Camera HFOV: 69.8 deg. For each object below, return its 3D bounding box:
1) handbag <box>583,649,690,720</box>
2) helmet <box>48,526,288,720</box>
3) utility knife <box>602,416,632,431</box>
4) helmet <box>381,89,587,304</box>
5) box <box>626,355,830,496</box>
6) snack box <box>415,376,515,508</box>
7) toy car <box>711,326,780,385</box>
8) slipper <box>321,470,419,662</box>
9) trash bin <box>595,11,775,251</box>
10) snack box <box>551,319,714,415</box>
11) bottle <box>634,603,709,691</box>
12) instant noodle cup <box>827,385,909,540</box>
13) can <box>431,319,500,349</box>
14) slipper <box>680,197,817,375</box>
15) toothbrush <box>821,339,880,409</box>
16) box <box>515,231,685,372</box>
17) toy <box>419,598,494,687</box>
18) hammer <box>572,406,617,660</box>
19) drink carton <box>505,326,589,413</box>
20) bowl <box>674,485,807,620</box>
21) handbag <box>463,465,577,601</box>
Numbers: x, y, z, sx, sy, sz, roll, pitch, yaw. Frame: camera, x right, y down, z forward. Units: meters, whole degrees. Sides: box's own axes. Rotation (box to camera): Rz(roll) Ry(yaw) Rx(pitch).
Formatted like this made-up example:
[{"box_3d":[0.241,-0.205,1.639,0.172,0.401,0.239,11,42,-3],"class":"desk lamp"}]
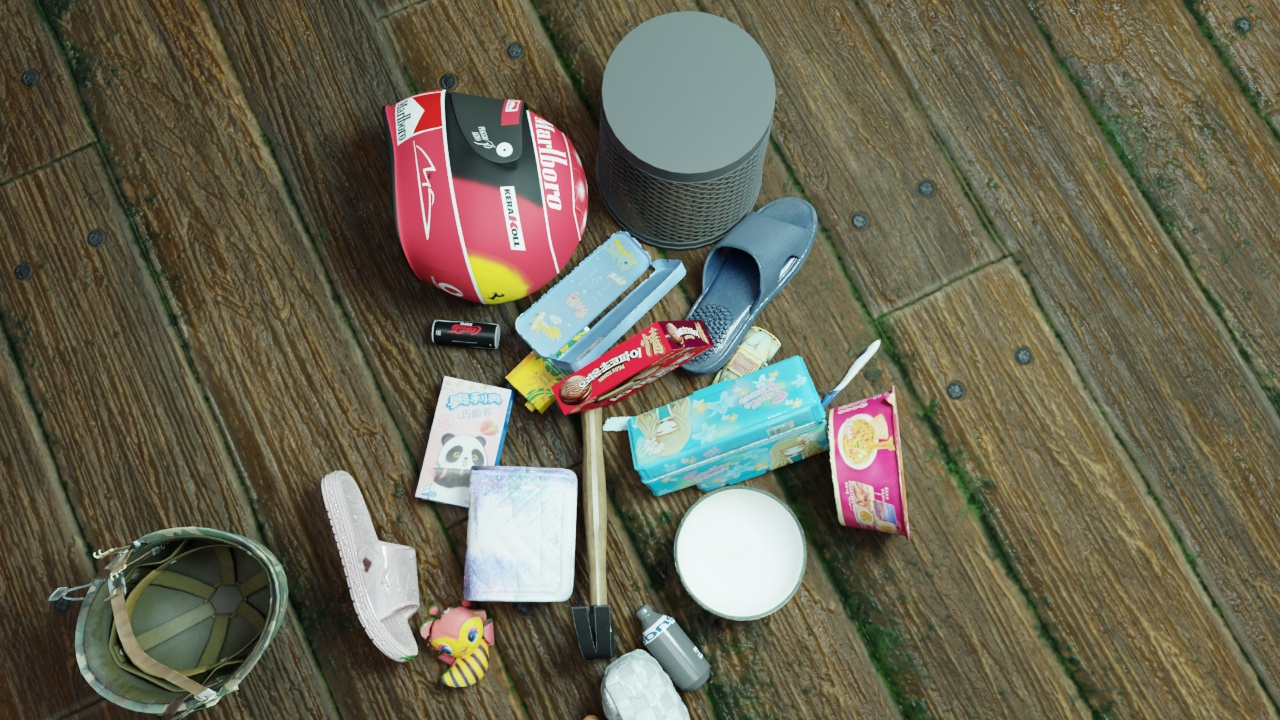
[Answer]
[{"box_3d":[-0.002,0.423,1.038,0.123,0.112,0.171,-27,81,2],"class":"handbag"},{"box_3d":[-0.500,0.282,0.993,0.224,0.237,0.192,-28,86,-16],"class":"helmet"},{"box_3d":[0.067,0.079,1.146,0.228,0.019,0.030,-2,74,3],"class":"utility knife"},{"box_3d":[-0.177,-0.203,1.102,0.224,0.198,0.270,-10,72,-2],"class":"helmet"},{"box_3d":[0.111,0.099,1.106,0.227,0.117,0.097,-21,37,8],"class":"box"},{"box_3d":[-0.215,0.102,1.130,0.088,0.033,0.154,11,80,1],"class":"snack box"},{"box_3d":[0.130,0.007,1.140,0.047,0.047,0.111,33,82,9],"class":"toy car"},{"box_3d":[-0.304,0.233,1.078,0.064,0.094,0.239,-25,78,0],"class":"slipper"},{"box_3d":[0.051,-0.269,1.096,0.218,0.227,0.217,0,80,0],"class":"trash bin"},{"box_3d":[-0.006,0.006,1.068,0.152,0.132,0.036,-31,80,23],"class":"snack box"},{"box_3d":[0.035,0.337,1.083,0.047,0.047,0.112,-39,82,-7],"class":"bottle"},{"box_3d":[0.265,0.121,1.068,0.078,0.178,0.178,-6,80,15],"class":"instant noodle cup"},{"box_3d":[-0.219,-0.033,1.154,0.080,0.031,0.031,5,80,1],"class":"can"},{"box_3d":[0.117,-0.107,1.127,0.101,0.082,0.263,29,80,34],"class":"slipper"},{"box_3d":[0.238,0.041,1.151,0.017,0.016,0.189,42,83,17],"class":"toothbrush"},{"box_3d":[-0.046,-0.070,1.125,0.122,0.047,0.209,31,59,27],"class":"box"},{"box_3d":[-0.213,0.331,1.085,0.084,0.046,0.103,-11,90,-24],"class":"toy"},{"box_3d":[-0.054,0.193,1.084,0.040,0.132,0.305,-4,71,3],"class":"hammer"},{"box_3d":[-0.107,0.006,1.143,0.058,0.041,0.122,44,82,7],"class":"drink carton"},{"box_3d":[0.115,0.227,1.089,0.153,0.073,0.153,0,79,0],"class":"bowl"},{"box_3d":[-0.144,0.205,1.088,0.126,0.069,0.158,5,80,-15],"class":"handbag"}]
